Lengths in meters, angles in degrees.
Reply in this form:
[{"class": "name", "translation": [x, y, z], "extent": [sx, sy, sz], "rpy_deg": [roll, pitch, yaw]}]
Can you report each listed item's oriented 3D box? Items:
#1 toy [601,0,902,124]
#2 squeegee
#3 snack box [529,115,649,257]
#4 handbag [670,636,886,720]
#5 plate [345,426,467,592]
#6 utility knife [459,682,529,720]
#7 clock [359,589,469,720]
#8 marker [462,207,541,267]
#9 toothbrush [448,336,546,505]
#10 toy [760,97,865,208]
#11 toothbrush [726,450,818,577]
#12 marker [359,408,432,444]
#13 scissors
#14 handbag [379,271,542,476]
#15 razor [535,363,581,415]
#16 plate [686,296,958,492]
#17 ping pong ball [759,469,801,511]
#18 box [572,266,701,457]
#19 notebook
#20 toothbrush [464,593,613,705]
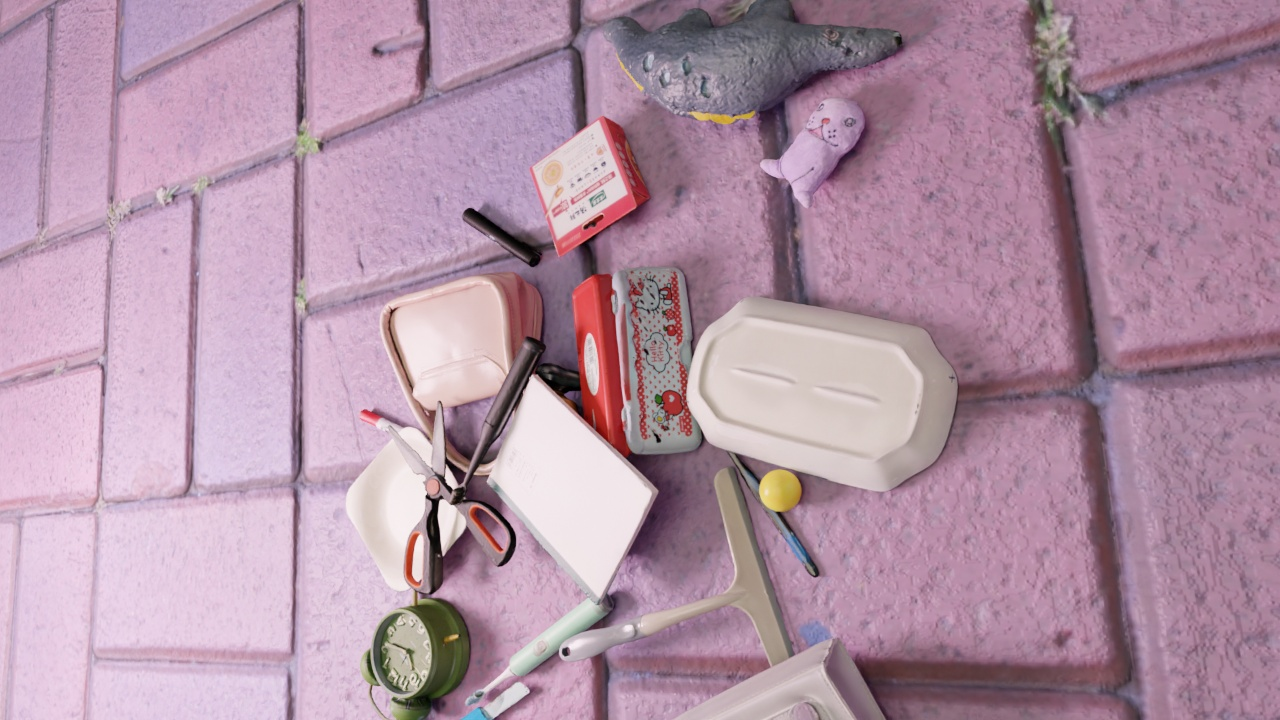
[{"class": "toy", "translation": [0.086, -0.313, 0.957], "extent": [0.357, 0.091, 0.137], "rpy_deg": [12, 61, 31]}, {"class": "squeegee", "translation": [0.016, 0.261, 0.916], "extent": [0.247, 0.039, 0.246], "rpy_deg": [-23, 72, 19]}, {"class": "snack box", "translation": [-0.056, -0.192, 1.043], "extent": [0.113, 0.044, 0.127], "rpy_deg": [-29, 68, 24]}, {"class": "handbag", "translation": [0.123, 0.359, 0.814], "extent": [0.197, 0.098, 0.145], "rpy_deg": [-35, 86, 21]}, {"class": "plate", "translation": [-0.280, 0.182, 1.128], "extent": [0.164, 0.034, 0.164], "rpy_deg": [-46, 65, 17]}, {"class": "utility knife", "translation": [-0.199, 0.425, 1.053], "extent": [0.210, 0.018, 0.034], "rpy_deg": [-41, 64, 21]}, {"class": "clock", "translation": [-0.272, 0.356, 1.087], "extent": [0.116, 0.056, 0.161], "rpy_deg": [38, 103, 31]}, {"class": "marker", "translation": [-0.171, -0.152, 1.123], "extent": [0.132, 0.020, 0.022], "rpy_deg": [35, 84, 30]}, {"class": "toothbrush", "translation": [-0.163, 0.071, 1.019], "extent": [0.026, 0.027, 0.213], "rpy_deg": [32, 101, 18]}, {"class": "toy", "translation": [0.175, -0.213, 0.908], "extent": [0.108, 0.039, 0.084], "rpy_deg": [-53, 52, 15]}, {"class": "toothbrush", "translation": [0.120, 0.133, 0.908], "extent": [0.014, 0.016, 0.189], "rpy_deg": [-39, 67, 11]}, {"class": "marker", "translation": [-0.307, 0.092, 1.172], "extent": [0.145, 0.017, 0.017], "rpy_deg": [20, 93, 32]}, {"class": "scissors", "translation": [-0.226, 0.167, 1.066], "extent": [0.231, 0.021, 0.221], "rpy_deg": [20, 96, 25]}, {"class": "handbag", "translation": [-0.201, 0.022, 1.089], "extent": [0.194, 0.093, 0.234], "rpy_deg": [-14, 84, 29]}, {"class": "razor", "translation": [-0.078, 0.083, 1.017], "extent": [0.067, 0.062, 0.167], "rpy_deg": [-15, 79, -3]}, {"class": "plate", "translation": [0.160, 0.026, 0.874], "extent": [0.266, 0.034, 0.162], "rpy_deg": [15, 88, 29]}, {"class": "ping pong ball", "translation": [0.134, 0.125, 0.881], "extent": [0.040, 0.040, 0.040], "rpy_deg": [-5, 80, 31]}, {"class": "box", "translation": [-0.003, 0.005, 0.986], "extent": [0.113, 0.099, 0.201], "rpy_deg": [153, 114, -62]}, {"class": "notebook", "translation": [-0.080, 0.133, 0.968], "extent": [0.209, 0.012, 0.151], "rpy_deg": [41, 116, 33]}, {"class": "toothbrush", "translation": [-0.115, 0.322, 1.013], "extent": [0.225, 0.027, 0.026], "rpy_deg": [-41, 69, 20]}]
